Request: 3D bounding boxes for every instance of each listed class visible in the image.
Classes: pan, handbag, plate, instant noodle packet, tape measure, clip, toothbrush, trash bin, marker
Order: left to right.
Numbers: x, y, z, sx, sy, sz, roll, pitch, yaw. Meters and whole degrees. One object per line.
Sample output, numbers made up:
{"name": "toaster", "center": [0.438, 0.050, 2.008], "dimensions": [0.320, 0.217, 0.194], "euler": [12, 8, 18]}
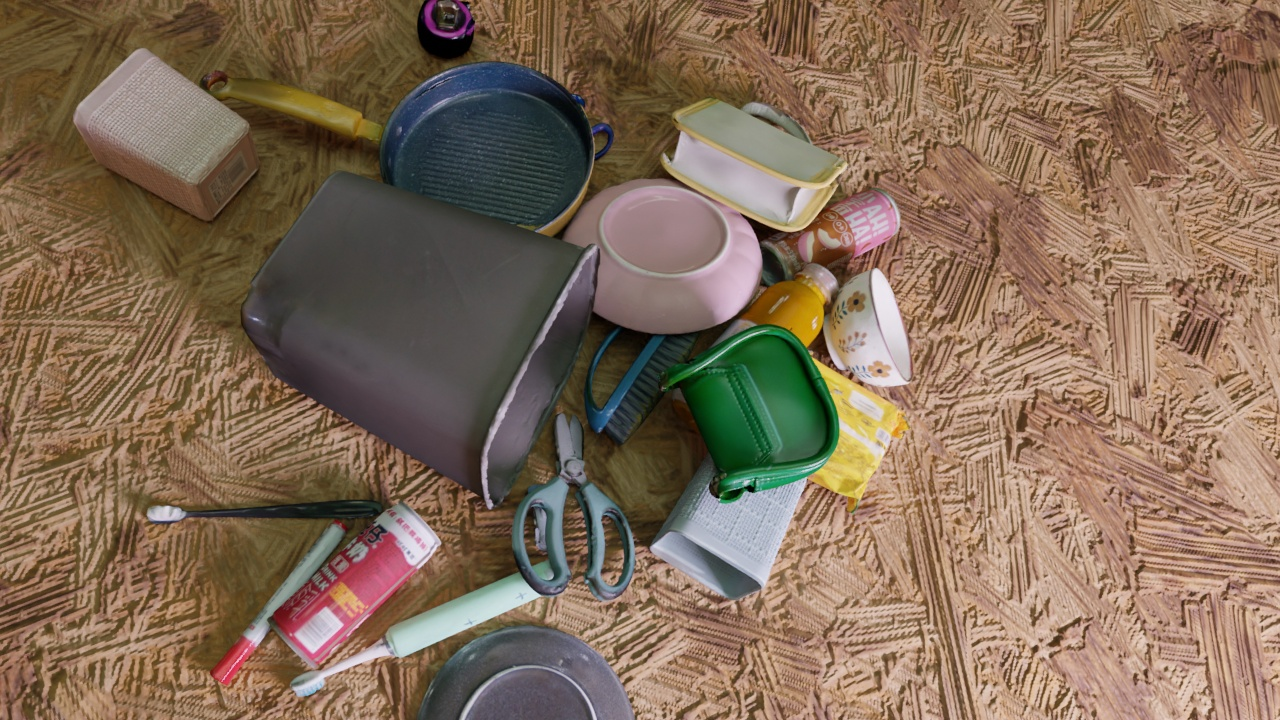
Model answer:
{"name": "toothbrush", "center": [-0.304, 0.123, 0.747], "dimensions": [0.181, 0.018, 0.015], "euler": [1, 67, -13]}
{"name": "marker", "center": [-0.284, 0.189, 0.727], "dimensions": [0.017, 0.017, 0.145], "euler": [35, 67, 2]}
{"name": "pan", "center": [-0.220, -0.208, 0.848], "dimensions": [0.357, 0.078, 0.197], "euler": [9, 69, 2]}
{"name": "trash bin", "center": [-0.171, -0.023, 0.742], "dimensions": [0.220, 0.199, 0.198], "euler": [23, 65, 5]}
{"name": "toothbrush", "center": [-0.168, 0.214, 0.737], "dimensions": [0.224, 0.027, 0.026], "euler": [-20, 39, -18]}
{"name": "tape measure", "center": [-0.195, -0.336, 0.921], "dimensions": [0.057, 0.039, 0.057], "euler": [-1, 71, -13]}
{"name": "plate", "center": [-0.090, 0.301, 0.724], "dimensions": [0.179, 0.024, 0.179], "euler": [4, 70, -10]}
{"name": "clip", "center": [-0.083, 0.134, 0.789], "dimensions": [0.025, 0.032, 0.057], "euler": [-1, 68, -18]}
{"name": "plate", "center": [0.021, -0.109, 0.855], "dimensions": [0.192, 0.039, 0.192], "euler": [2, 52, -3]}
{"name": "handbag", "center": [0.089, 0.043, 0.743], "dimensions": [0.120, 0.068, 0.131], "euler": [-20, 73, -17]}
{"name": "handbag", "center": [0.122, -0.205, 0.914], "dimensions": [0.163, 0.063, 0.178], "euler": [30, 39, 14]}
{"name": "instant noodle packet", "center": [0.174, 0.064, 0.855], "dimensions": [0.128, 0.044, 0.110], "euler": [34, 72, 4]}

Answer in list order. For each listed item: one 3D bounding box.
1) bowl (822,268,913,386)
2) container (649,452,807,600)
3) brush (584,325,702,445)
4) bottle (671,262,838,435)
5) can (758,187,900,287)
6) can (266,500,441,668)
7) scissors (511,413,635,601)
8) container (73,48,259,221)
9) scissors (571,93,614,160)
{"name": "bowl", "center": [0.212, -0.025, 0.874], "dimensions": [0.062, 0.113, 0.113], "euler": [-19, 71, 25]}
{"name": "container", "center": [0.078, 0.131, 0.789], "dimensions": [0.090, 0.090, 0.111], "euler": [31, 63, 0]}
{"name": "brush", "center": [-0.005, 0.005, 0.831], "dimensions": [0.073, 0.055, 0.143], "euler": [34, 68, 1]}
{"name": "bottle", "center": [0.109, -0.012, 0.841], "dimensions": [0.068, 0.068, 0.189], "euler": [42, 78, 5]}
{"name": "can", "center": [0.186, -0.121, 0.916], "dimensions": [0.147, 0.058, 0.058], "euler": [-28, 78, -20]}
{"name": "can", "center": [-0.223, 0.174, 0.724], "dimensions": [0.053, 0.053, 0.132], "euler": [44, 68, 5]}
{"name": "scissors", "center": [-0.069, 0.118, 0.779], "dimensions": [0.143, 0.019, 0.179], "euler": [1, 64, -35]}
{"name": "container", "center": [-0.405, -0.191, 0.799], "dimensions": [0.111, 0.090, 0.089], "euler": [33, 67, -2]}
{"name": "scissors", "center": [-0.108, -0.208, 0.910], "dimensions": [0.172, 0.012, 0.132], "euler": [-12, 75, -15]}
